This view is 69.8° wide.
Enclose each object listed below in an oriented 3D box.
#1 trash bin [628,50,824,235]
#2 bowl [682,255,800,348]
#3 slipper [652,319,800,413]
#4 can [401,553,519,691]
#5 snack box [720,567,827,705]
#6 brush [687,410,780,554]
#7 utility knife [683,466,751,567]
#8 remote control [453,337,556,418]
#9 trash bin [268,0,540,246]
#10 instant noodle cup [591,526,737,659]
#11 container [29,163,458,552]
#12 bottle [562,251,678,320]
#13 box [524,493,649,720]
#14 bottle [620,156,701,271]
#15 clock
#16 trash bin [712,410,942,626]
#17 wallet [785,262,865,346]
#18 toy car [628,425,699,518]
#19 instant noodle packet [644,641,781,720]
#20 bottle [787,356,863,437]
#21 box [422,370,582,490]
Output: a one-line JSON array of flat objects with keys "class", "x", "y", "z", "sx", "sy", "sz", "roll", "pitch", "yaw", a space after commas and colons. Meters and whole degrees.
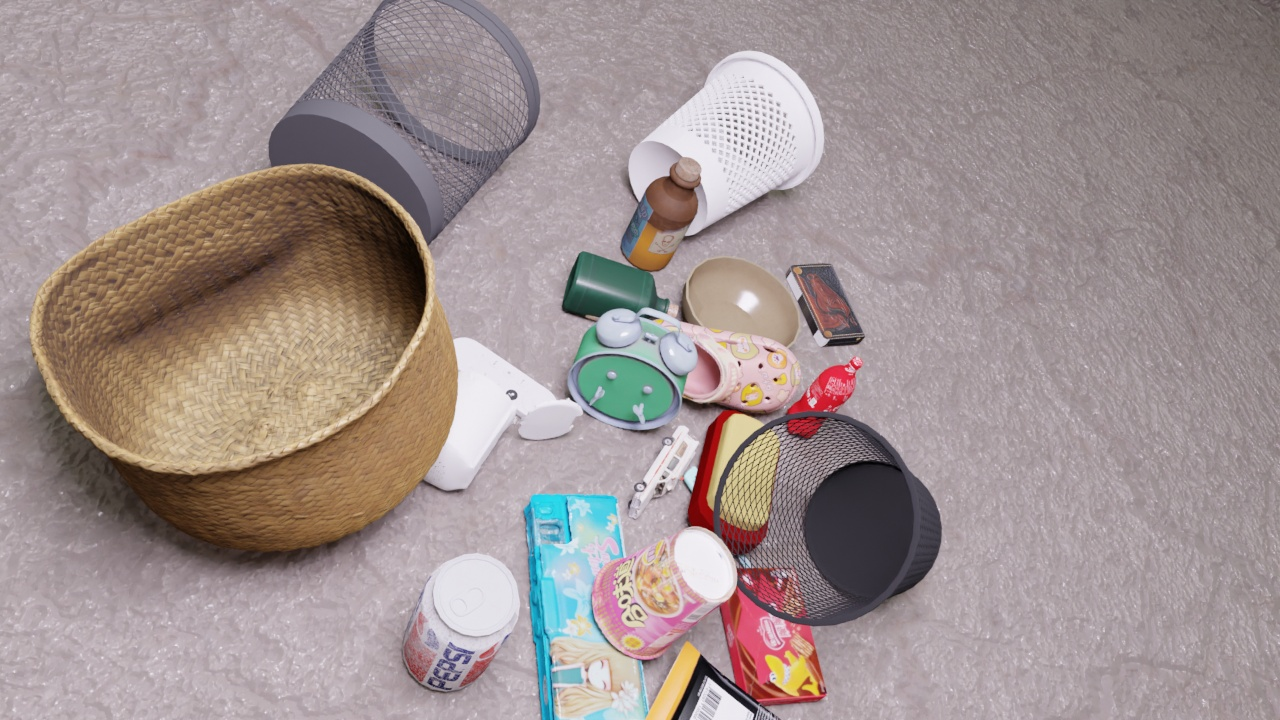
[{"class": "trash bin", "x": 0.101, "y": -0.271, "z": 1.201, "sx": 0.195, "sy": 0.196, "sz": 0.199, "roll": 44, "pitch": 61, "yaw": 11}, {"class": "bowl", "x": 0.117, "y": -0.054, "z": 1.125, "sx": 0.152, "sy": 0.051, "sz": 0.152, "roll": 12, "pitch": 53, "yaw": -16}, {"class": "slipper", "x": 0.083, "y": 0.016, "z": 1.027, "sx": 0.197, "sy": 0.093, "sz": 0.081, "roll": 14, "pitch": 25, "yaw": -3}, {"class": "can", "x": -0.149, "y": 0.217, "z": 0.758, "sx": 0.078, "sy": 0.136, "sz": 0.078, "roll": 12, "pitch": 53, "yaw": -16}, {"class": "snack box", "x": 0.128, "y": 0.272, "z": 0.914, "sx": 0.089, "sy": 0.021, "sz": 0.132, "roll": 4, "pitch": 55, "yaw": -22}, {"class": "brush", "x": 0.107, "y": 0.123, "z": 0.984, "sx": 0.082, "sy": 0.042, "sz": 0.173, "roll": 29, "pitch": 43, "yaw": -9}, {"class": "utility knife", "x": 0.082, "y": 0.170, "z": 0.975, "sx": 0.022, "sy": 0.015, "sz": 0.126, "roll": -16, "pitch": 67, "yaw": -39}, {"class": "remote control", "x": -0.149, "y": 0.022, "z": 0.980, "sx": 0.136, "sy": 0.013, "sz": 0.043, "roll": 34, "pitch": 50, "yaw": 2}, {"class": "trash bin", "x": -0.257, "y": -0.253, "z": 1.007, "sx": 0.218, "sy": 0.218, "sz": 0.226, "roll": 28, "pitch": 54, "yaw": -2}, {"class": "instant noodle cup", "x": 0.026, "y": 0.202, "z": 0.820, "sx": 0.097, "sy": 0.109, "sz": 0.097, "roll": 25, "pitch": 44, "yaw": -27}, {"class": "container", "x": -0.302, "y": 0.008, "z": 0.768, "sx": 0.307, "sy": 0.197, "sz": 0.306, "roll": -1, "pitch": 51, "yaw": 1}, {"class": "bottle", "x": -0.020, "y": -0.074, "z": 1.074, "sx": 0.131, "sy": 0.061, "sz": 0.061, "roll": 17, "pitch": 54, "yaw": -11}, {"class": "box", "x": -0.052, "y": 0.231, "z": 0.852, "sx": 0.094, "sy": 0.041, "sz": 0.226, "roll": 5, "pitch": 55, "yaw": -22}, {"class": "bottle", "x": 0.032, "y": -0.181, "z": 1.111, "sx": 0.067, "sy": 0.157, "sz": 0.067, "roll": 12, "pitch": 53, "yaw": -16}, {"class": "clock", "x": -0.006, "y": 0.005, "z": 0.956, "sx": 0.122, "sy": 0.162, "sz": 0.075, "roll": 22, "pitch": 49, "yaw": -7}, {"class": "trash bin", "x": 0.197, "y": 0.156, "z": 0.885, "sx": 0.210, "sy": 0.184, "sz": 0.184, "roll": 24, "pitch": 36, "yaw": -59}, {"class": "wallet", "x": 0.245, "y": -0.075, "z": 1.217, "sx": 0.072, "sy": 0.020, "sz": 0.123, "roll": -6, "pitch": 59, "yaw": -22}, {"class": "toy car", "x": 0.026, "y": 0.120, "z": 0.967, "sx": 0.039, "sy": 0.039, "sz": 0.112, "roll": 26, "pitch": 49, "yaw": 10}, {"class": "instant noodle packet", "x": 0.090, "y": 0.378, "z": 0.801, "sx": 0.221, "sy": 0.032, "sz": 0.159, "roll": 39, "pitch": 52, "yaw": -4}, {"class": "bottle", "x": 0.210, "y": 0.040, "z": 1.038, "sx": 0.042, "sy": 0.142, "sz": 0.041, "roll": 12, "pitch": 53, "yaw": -16}, {"class": "box", "x": -0.143, "y": 0.073, "z": 0.906, "sx": 0.141, "sy": 0.084, "sz": 0.139, "roll": 25, "pitch": 49, "yaw": 2}]
